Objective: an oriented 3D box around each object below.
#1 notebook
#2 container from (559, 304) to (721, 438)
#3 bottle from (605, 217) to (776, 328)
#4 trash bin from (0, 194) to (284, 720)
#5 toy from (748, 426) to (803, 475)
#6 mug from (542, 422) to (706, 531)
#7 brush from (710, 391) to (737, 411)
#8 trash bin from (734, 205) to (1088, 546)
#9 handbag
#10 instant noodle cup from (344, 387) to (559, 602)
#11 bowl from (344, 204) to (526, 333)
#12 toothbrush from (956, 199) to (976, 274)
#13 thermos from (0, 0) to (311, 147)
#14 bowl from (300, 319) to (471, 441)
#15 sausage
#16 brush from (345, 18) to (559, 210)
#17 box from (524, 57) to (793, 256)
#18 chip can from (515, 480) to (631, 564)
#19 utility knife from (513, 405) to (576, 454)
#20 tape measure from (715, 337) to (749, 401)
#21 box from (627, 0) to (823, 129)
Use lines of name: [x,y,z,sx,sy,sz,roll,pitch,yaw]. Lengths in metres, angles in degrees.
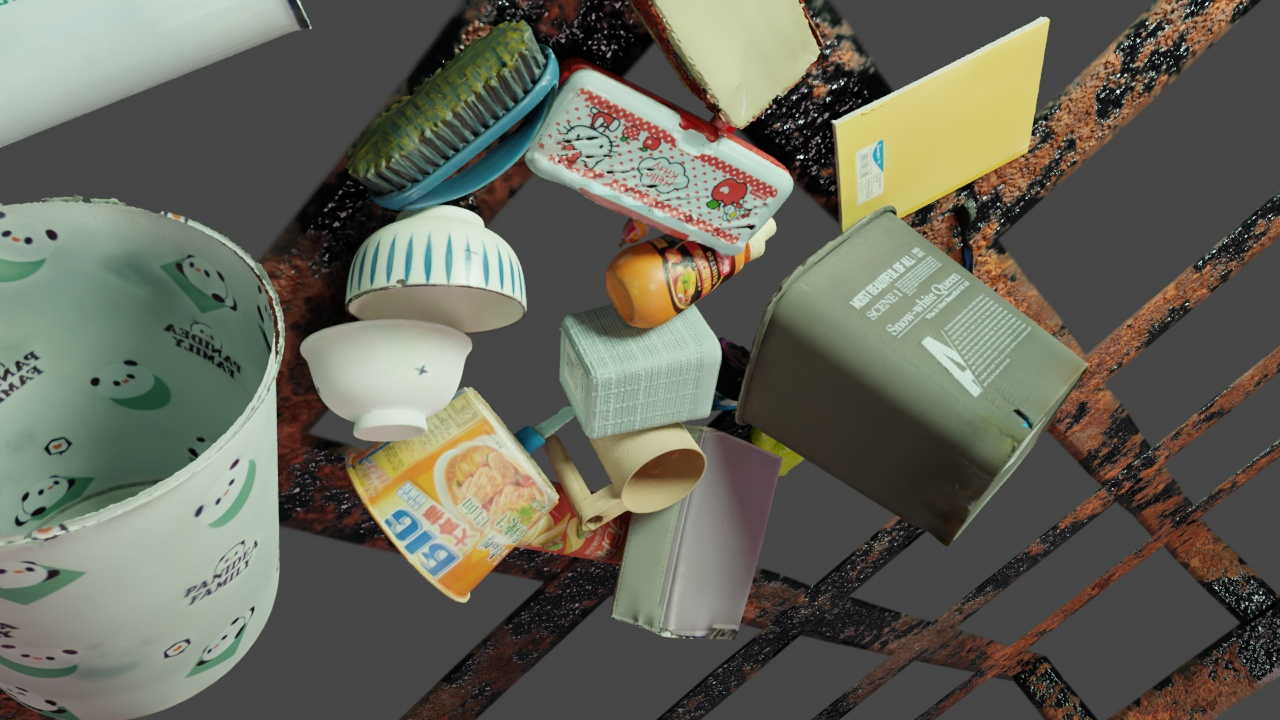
notebook: [0.261,-0.194,0.801,0.206,0.010,0.146,-28,142,-6]
container: [-0.005,0.004,0.770,0.111,0.090,0.090,-13,137,-20]
bottle: [0.046,-0.081,0.739,0.149,0.066,0.067,-28,142,-18]
trash bin: [-0.318,0.075,0.535,0.229,0.229,0.253,-12,142,-24]
toy: [0.154,0.095,1.017,0.100,0.031,0.097,-2,130,-32]
mug: [-0.018,0.082,0.828,0.124,0.103,0.084,-30,141,-3]
brush: [0.208,0.034,0.979,0.314,0.060,0.110,-18,134,-14]
trash bin: [0.231,0.018,0.794,0.198,0.220,0.199,-36,151,-31]
handbag: [0.058,0.169,0.910,0.144,0.099,0.197,23,77,-42]
instant noodle cup: [-0.144,0.100,0.738,0.111,0.151,0.151,-39,142,-6]
bowl: [-0.135,-0.062,0.611,0.116,0.066,0.116,-2,167,-1]
toothbrush: [0.341,-0.102,0.952,0.016,0.014,0.189,-51,145,-15]
thermos: [-0.279,-0.152,0.436,0.224,0.073,0.073,-25,141,-8]
bowl: [-0.177,0.021,0.647,0.118,0.064,0.118,-6,164,-2]
sausage: [0.034,-0.143,0.693,0.020,0.020,0.156,21,118,-45]
brush: [-0.108,-0.143,0.569,0.144,0.055,0.073,-38,141,6]
box: [0.016,-0.135,0.646,0.201,0.047,0.087,17,120,-34]
chip can: [-0.063,0.160,0.908,0.216,0.073,0.073,22,117,-45]
utility knife: [-0.132,0.094,0.822,0.185,0.034,0.018,-35,133,1]
tape measure: [0.086,0.008,0.858,0.039,0.057,0.057,-51,173,21]
box: [0.045,-0.225,0.569,0.091,0.077,0.168,-40,140,7]
